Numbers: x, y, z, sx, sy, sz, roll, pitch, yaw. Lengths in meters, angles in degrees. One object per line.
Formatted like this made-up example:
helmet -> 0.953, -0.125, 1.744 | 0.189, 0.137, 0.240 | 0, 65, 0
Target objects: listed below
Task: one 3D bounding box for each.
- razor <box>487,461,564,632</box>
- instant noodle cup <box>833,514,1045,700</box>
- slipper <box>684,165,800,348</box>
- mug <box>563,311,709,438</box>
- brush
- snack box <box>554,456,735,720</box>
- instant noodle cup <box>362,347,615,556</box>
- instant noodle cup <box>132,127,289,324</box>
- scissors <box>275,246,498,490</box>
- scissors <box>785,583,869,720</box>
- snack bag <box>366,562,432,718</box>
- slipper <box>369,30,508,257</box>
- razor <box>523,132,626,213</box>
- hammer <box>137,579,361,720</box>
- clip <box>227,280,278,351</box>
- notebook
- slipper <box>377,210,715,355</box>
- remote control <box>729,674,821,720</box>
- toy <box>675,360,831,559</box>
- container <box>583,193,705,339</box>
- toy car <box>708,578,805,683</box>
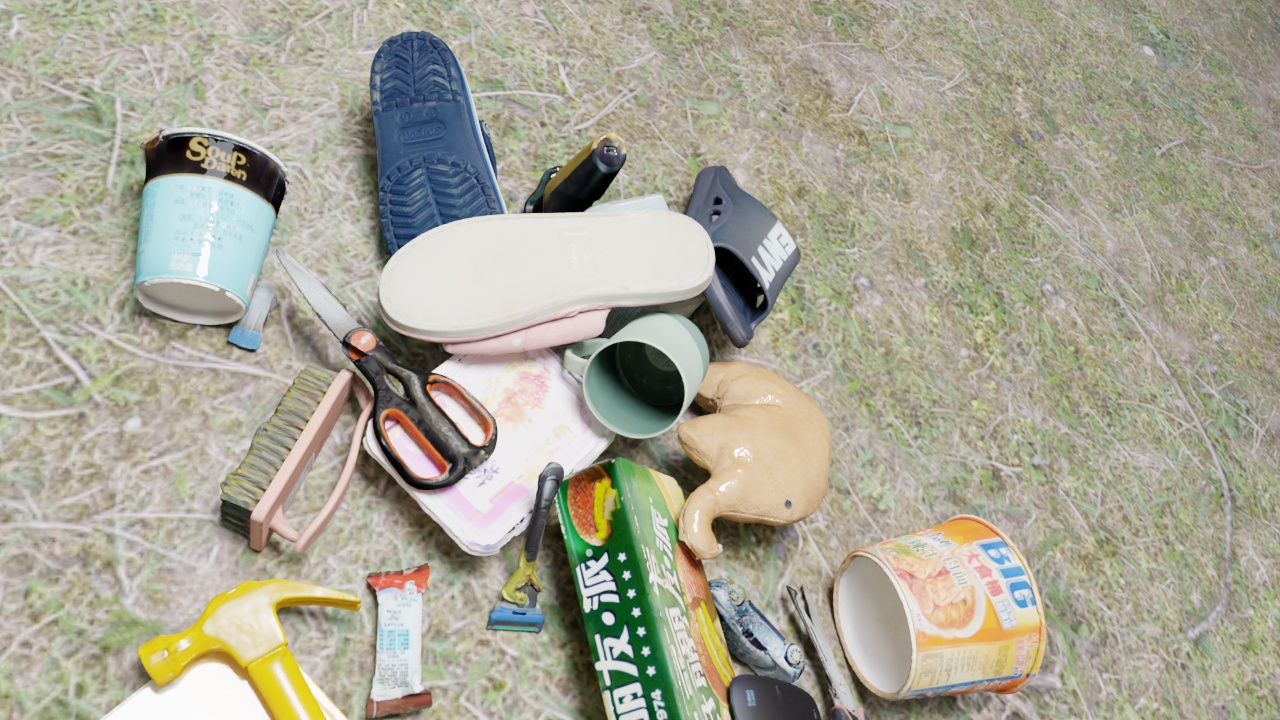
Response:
razor -> -0.080, 0.136, 0.674 | 0.042, 0.143, 0.022 | 8, 20, -21
instant noodle cup -> 0.239, 0.211, 0.764 | 0.111, 0.152, 0.151 | -5, 64, -19
slipper -> 0.098, -0.121, 0.869 | 0.111, 0.083, 0.267 | 54, 24, -27
mug -> -0.004, 0.004, 0.752 | 0.112, 0.082, 0.106 | 13, 20, 11
brush -> -0.240, 0.066, 0.668 | 0.073, 0.063, 0.145 | 25, 52, -6
snack box -> 0.012, 0.197, 0.675 | 0.114, 0.063, 0.239 | 33, 37, -60
instant noodle cup -> -0.118, 0.065, 0.727 | 0.138, 0.060, 0.173 | 44, 54, 4
instant noodle cup -> -0.333, -0.096, 0.698 | 0.111, 0.111, 0.120 | 10, 66, -20
scissors -> -0.207, 0.004, 0.670 | 0.235, 0.022, 0.124 | 32, 53, -4
scissors -> 0.165, 0.287, 0.734 | 0.197, 0.015, 0.213 | 51, 25, -12
snack bag -> -0.170, 0.195, 0.646 | 0.048, 0.026, 0.104 | -7, 64, -6
slipper -> -0.177, -0.161, 0.814 | 0.105, 0.095, 0.252 | -16, 88, 4
razor -> -0.056, -0.161, 0.822 | 0.062, 0.168, 0.067 | 0, 80, -23
hammer -> -0.185, 0.271, 0.574 | 0.128, 0.033, 0.300 | -28, 77, -28
clip -> -0.305, -0.034, 0.726 | 0.024, 0.028, 0.056 | 18, 64, -12
notebook -> -0.241, 0.277, 0.574 | 0.206, 0.010, 0.145 | 46, 53, 5
slipper -> -0.072, -0.065, 0.741 | 0.274, 0.055, 0.114 | -11, 64, -15
remote control -> 0.111, 0.269, 0.697 | 0.136, 0.024, 0.053 | 34, 36, -45
toy -> 0.096, 0.084, 0.773 | 0.143, 0.083, 0.225 | 18, 34, 0
container -> -0.007, -0.079, 0.848 | 0.089, 0.090, 0.111 | -16, 73, -31
toy car -> 0.087, 0.221, 0.739 | 0.105, 0.049, 0.031 | 46, 57, 5
